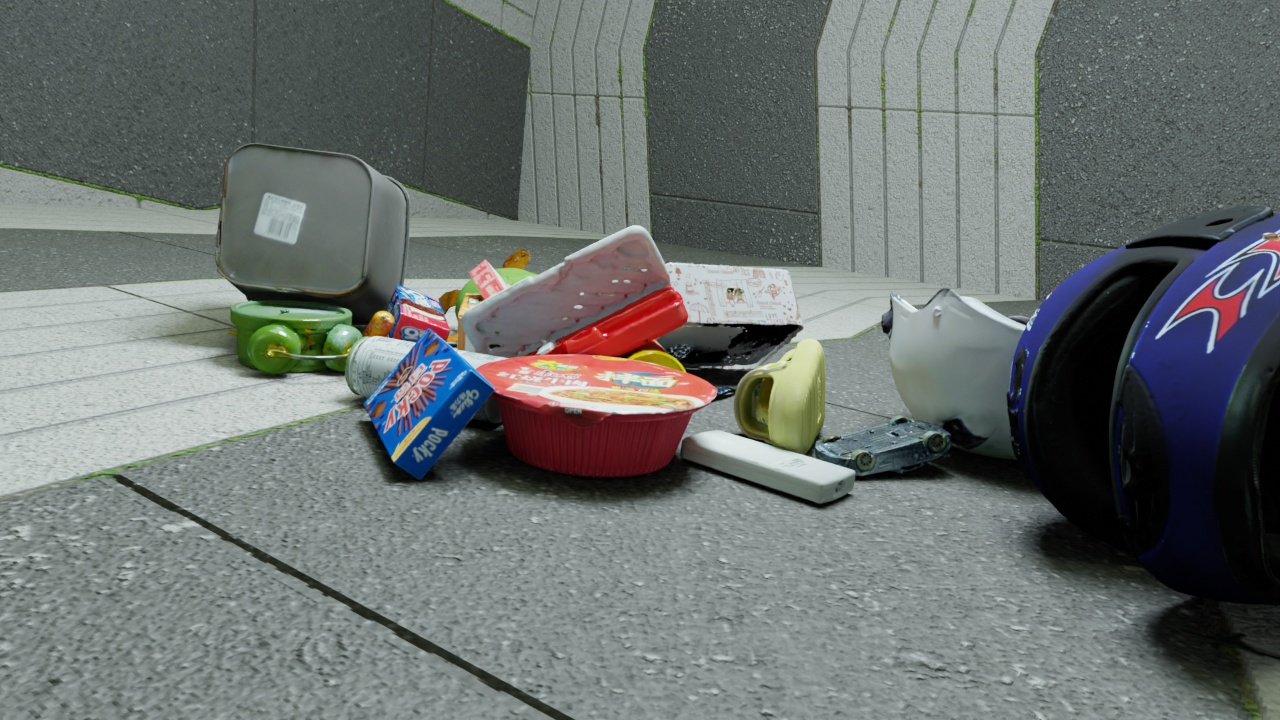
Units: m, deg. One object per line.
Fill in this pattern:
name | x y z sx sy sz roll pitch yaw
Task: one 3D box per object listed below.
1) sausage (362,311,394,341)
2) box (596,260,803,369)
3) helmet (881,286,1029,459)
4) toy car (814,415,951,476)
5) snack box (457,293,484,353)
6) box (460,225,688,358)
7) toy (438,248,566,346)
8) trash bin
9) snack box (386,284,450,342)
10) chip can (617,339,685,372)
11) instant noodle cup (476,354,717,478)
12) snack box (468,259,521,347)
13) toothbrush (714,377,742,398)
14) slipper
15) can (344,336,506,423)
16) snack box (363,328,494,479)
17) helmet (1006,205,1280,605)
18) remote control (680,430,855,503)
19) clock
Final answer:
sausage | -0.273 -0.026 0.944 0.021 0.021 0.165 1 -11 -23
box | 0.063 -0.053 1.143 0.179 0.130 0.273 1 2 -23
helmet | 0.343 0.018 0.868 0.229 0.146 0.258 7 2 -2
toy car | 0.207 0.077 0.783 0.120 0.037 0.054 -9 17 -20
snack box | -0.179 -0.024 0.972 0.026 0.075 0.153 2 12 -9
box | -0.066 -0.044 0.859 0.201 0.101 0.095 -26 13 3
toy | -0.162 -0.065 1.147 0.226 0.090 0.247 -26 31 -18
trash bin | -0.380 -0.146 1.063 0.198 0.199 0.220 5 0 -9
snack box | -0.255 -0.038 1.025 0.058 0.057 0.207 20 6 -19
chip can | -0.006 0.005 0.934 0.073 0.073 0.216 4 10 -9
instant noodle cup | -0.038 0.044 0.732 0.194 0.066 0.193 5 10 -1
snack box | -0.132 -0.042 0.984 0.075 0.025 0.153 51 1 -46
toothbrush | 0.080 0.034 0.979 0.014 0.016 0.189 5 9 35
slipper | 0.125 0.031 0.832 0.082 0.092 0.190 4 12 14
can | -0.185 0.016 0.814 0.147 0.058 0.058 9 12 18
snack box | -0.167 0.028 0.707 0.026 0.084 0.157 42 -6 -27
helmet | 0.372 0.027 0.615 0.314 0.247 0.241 -14 10 -28
remote control | 0.098 0.083 0.729 0.135 0.019 0.056 14 14 37
clock | -0.346 -0.022 0.926 0.116 0.056 0.161 -4 15 -38
